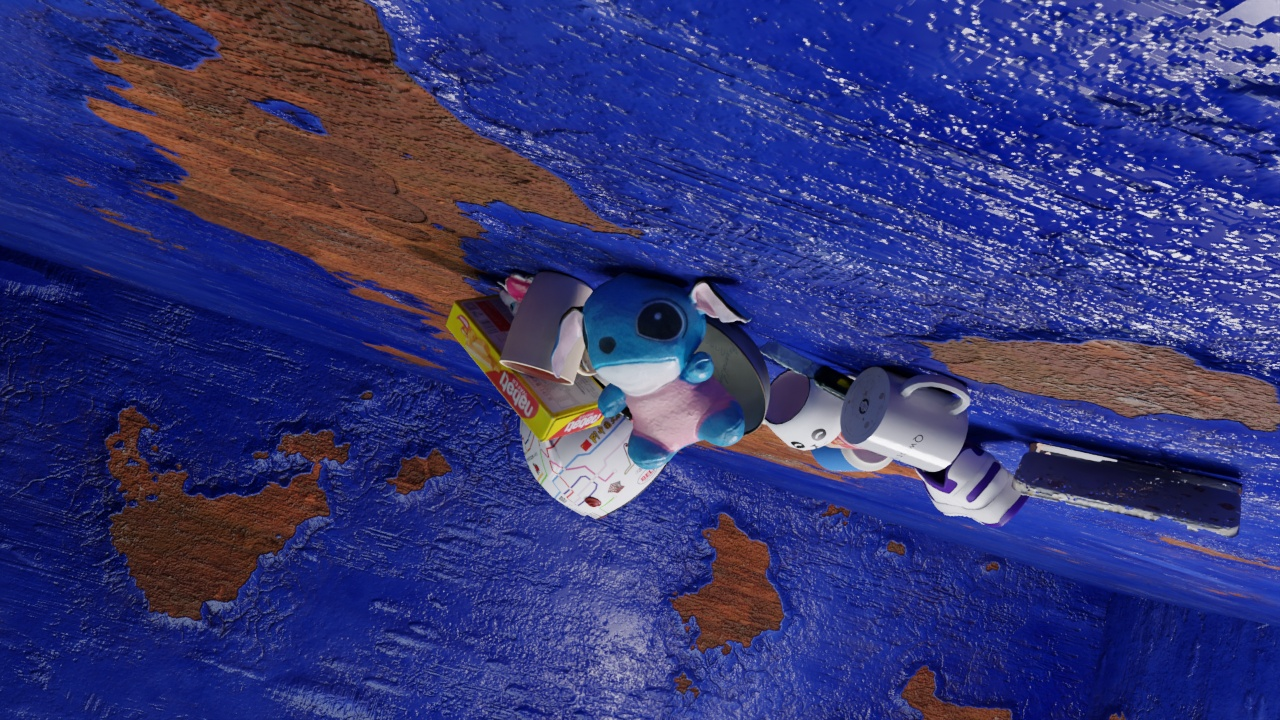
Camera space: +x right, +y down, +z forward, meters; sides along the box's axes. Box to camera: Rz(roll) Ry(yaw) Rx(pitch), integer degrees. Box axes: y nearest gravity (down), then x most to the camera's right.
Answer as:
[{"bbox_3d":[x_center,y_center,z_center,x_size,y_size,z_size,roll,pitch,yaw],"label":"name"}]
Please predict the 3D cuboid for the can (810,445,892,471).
[{"bbox_3d":[0.283,0.109,1.231,0.079,0.079,0.146,18,171,-5],"label":"can"}]

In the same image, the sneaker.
[{"bbox_3d":[0.393,0.137,1.183,0.111,0.092,0.244,38,179,-5],"label":"sneaker"}]

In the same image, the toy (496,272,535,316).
[{"bbox_3d":[-0.133,-0.068,1.034,0.065,0.050,0.102,22,166,-2],"label":"toy"}]

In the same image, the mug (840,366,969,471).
[{"bbox_3d":[0.278,0.052,0.931,0.096,0.083,0.120,20,143,-17],"label":"mug"}]

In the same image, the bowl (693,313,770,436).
[{"bbox_3d":[0.078,0.002,0.937,0.151,0.056,0.151,28,140,26],"label":"bowl"}]

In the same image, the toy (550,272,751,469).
[{"bbox_3d":[0.025,0.005,0.866,0.225,0.098,0.191,-15,110,34],"label":"toy"}]

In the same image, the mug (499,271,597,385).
[{"bbox_3d":[-0.081,-0.031,0.968,0.111,0.104,0.085,18,172,-15],"label":"mug"}]

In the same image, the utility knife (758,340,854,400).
[{"bbox_3d":[0.223,0.033,0.983,0.233,0.028,0.020,25,163,-17],"label":"utility knife"}]

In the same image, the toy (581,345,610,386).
[{"bbox_3d":[-0.007,0.006,1.102,0.137,0.085,0.209,39,176,-4],"label":"toy"}]

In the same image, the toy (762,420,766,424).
[{"bbox_3d":[0.177,0.063,1.269,0.112,0.050,0.087,16,173,-32],"label":"toy"}]

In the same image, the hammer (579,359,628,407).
[{"bbox_3d":[-0.065,0.024,1.255,0.312,0.035,0.139,33,-178,-36],"label":"hammer"}]

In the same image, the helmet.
[{"bbox_3d":[-0.075,0.119,1.472,0.236,0.230,0.315,44,167,4],"label":"helmet"}]

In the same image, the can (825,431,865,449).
[{"bbox_3d":[0.257,0.072,1.091,0.066,0.066,0.124,19,171,-14],"label":"can"}]

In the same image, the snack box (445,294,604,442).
[{"bbox_3d":[-0.128,0.002,1.049,0.092,0.042,0.200,-15,-127,-45],"label":"snack box"}]

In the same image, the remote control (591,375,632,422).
[{"bbox_3d":[-0.036,0.046,1.112,0.140,0.021,0.045,33,178,34],"label":"remote control"}]

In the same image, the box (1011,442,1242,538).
[{"bbox_3d":[0.536,0.141,1.015,0.217,0.071,0.156,12,-162,32],"label":"box"}]

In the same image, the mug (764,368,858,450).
[{"bbox_3d":[0.202,0.049,1.038,0.076,0.090,0.124,31,133,-31],"label":"mug"}]
